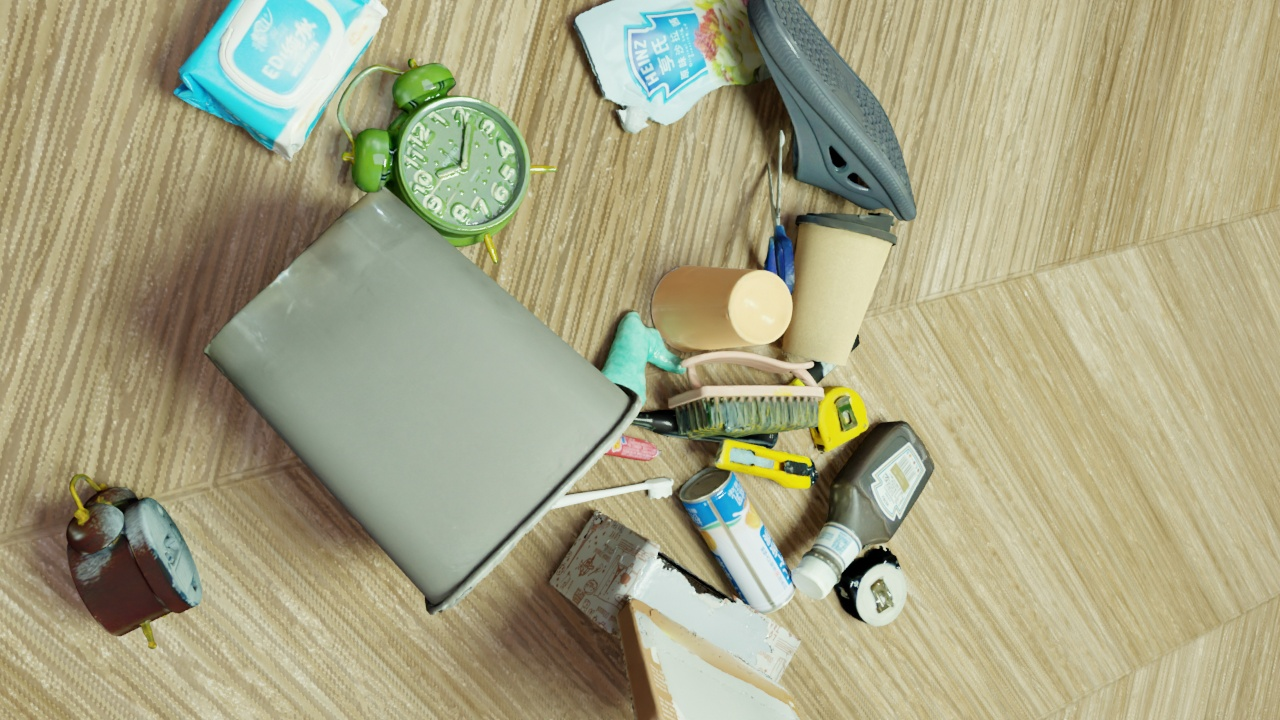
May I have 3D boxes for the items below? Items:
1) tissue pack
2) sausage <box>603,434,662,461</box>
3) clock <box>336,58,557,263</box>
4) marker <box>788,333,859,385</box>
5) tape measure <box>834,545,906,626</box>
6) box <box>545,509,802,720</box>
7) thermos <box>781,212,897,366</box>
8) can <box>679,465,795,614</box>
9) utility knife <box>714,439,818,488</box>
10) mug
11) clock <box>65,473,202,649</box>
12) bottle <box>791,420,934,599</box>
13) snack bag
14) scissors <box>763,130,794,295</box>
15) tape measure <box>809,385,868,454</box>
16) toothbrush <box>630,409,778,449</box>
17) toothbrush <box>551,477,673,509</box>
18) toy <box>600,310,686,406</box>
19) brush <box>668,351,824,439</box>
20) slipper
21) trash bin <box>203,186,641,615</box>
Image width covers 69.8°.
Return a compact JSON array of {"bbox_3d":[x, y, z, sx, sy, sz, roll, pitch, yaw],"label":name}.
[{"bbox_3d":[-0.252,-0.220,0.647,0.090,0.063,0.140,33,80,-22],"label":"tissue pack"},{"bbox_3d":[-0.051,0.067,0.779,0.155,0.020,0.020,12,88,-24],"label":"sausage"},{"bbox_3d":[-0.153,-0.156,0.699,0.161,0.056,0.116,35,78,-22],"label":"clock"},{"bbox_3d":[0.168,0.011,0.880,0.124,0.015,0.018,-39,103,-21],"label":"marker"},{"bbox_3d":[0.230,0.227,0.909,0.065,0.034,0.066,-29,104,-19],"label":"tape measure"},{"bbox_3d":[0.045,0.227,0.704,0.178,0.272,0.106,37,91,-22],"label":"box"},{"bbox_3d":[0.177,-0.071,0.841,0.093,0.093,0.143,10,96,-25],"label":"thermos"},{"bbox_3d":[0.089,0.163,0.830,0.053,0.053,0.134,-36,107,-19],"label":"can"},{"bbox_3d":[0.118,0.096,0.834,0.154,0.015,0.033,16,70,-45],"label":"utility knife"},{"bbox_3d":[0.070,-0.044,0.771,0.078,0.123,0.078,-1,93,-25],"label":"mug"},{"bbox_3d":[-0.345,0.128,0.616,0.055,0.082,0.122,-26,106,-15],"label":"clock"},{"bbox_3d":[0.207,0.142,0.864,0.194,0.044,0.080,-45,108,-30],"label":"bottle"},{"bbox_3d":[0.043,-0.274,0.794,0.190,0.039,0.110,-28,115,-20],"label":"snack bag"},{"bbox_3d":[0.119,-0.109,0.801,0.012,0.162,0.176,1,121,0],"label":"scissors"},{"bbox_3d":[0.191,0.053,0.883,0.060,0.029,0.057,-25,102,-22],"label":"tape measure"},{"bbox_3d":[0.026,0.056,0.811,0.212,0.026,0.027,8,133,-24],"label":"toothbrush"},{"bbox_3d":[-0.053,0.121,0.784,0.179,0.016,0.016,-6,101,-25],"label":"toothbrush"},{"bbox_3d":[-0.005,0.005,0.785,0.096,0.030,0.091,26,69,-21],"label":"toy"},{"bbox_3d":[0.100,0.029,0.806,0.145,0.063,0.073,-1,77,-28],"label":"brush"},{"bbox_3d":[0.161,-0.218,0.827,0.268,0.084,0.110,39,40,-35],"label":"slipper"},{"bbox_3d":[-0.150,0.019,0.633,0.220,0.199,0.198,45,84,-10],"label":"trash bin"}]
